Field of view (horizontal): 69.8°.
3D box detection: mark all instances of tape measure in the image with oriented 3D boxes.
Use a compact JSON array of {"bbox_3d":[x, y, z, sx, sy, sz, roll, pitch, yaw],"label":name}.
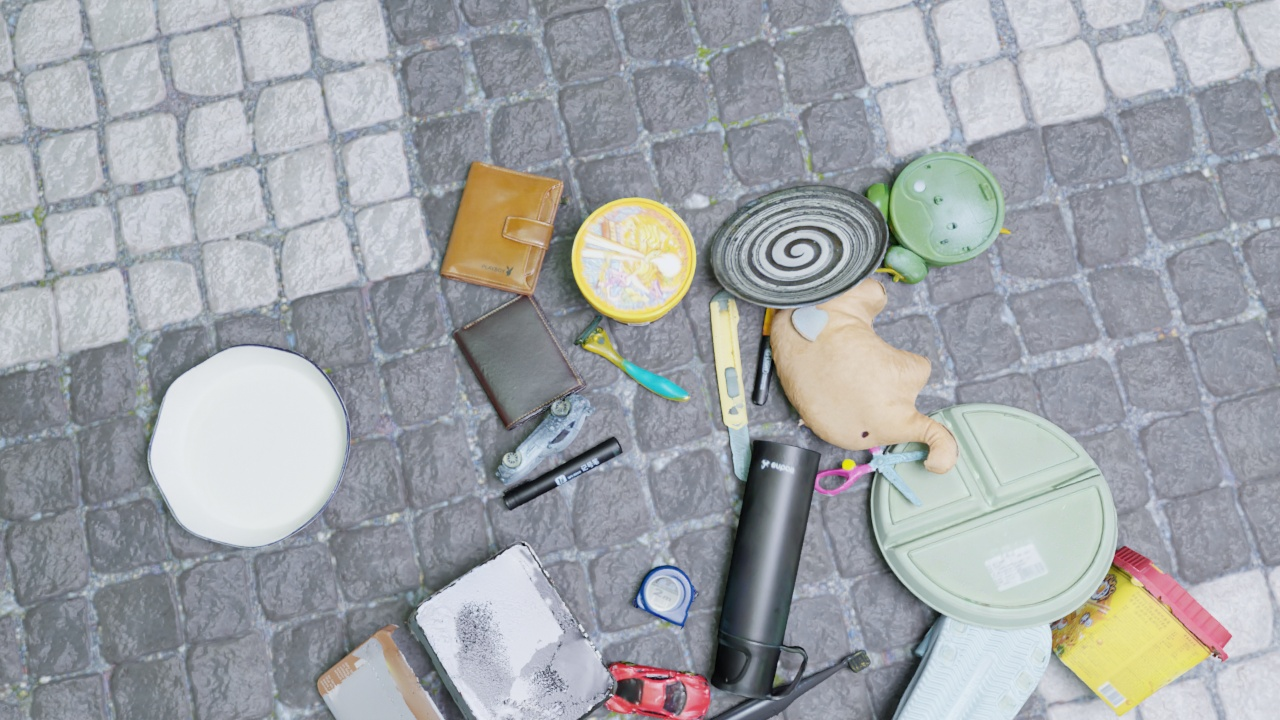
[{"bbox_3d":[0.027,0.234,0.923,0.058,0.025,0.054,24,81,1],"label":"tape measure"}]

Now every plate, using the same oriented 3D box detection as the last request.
[{"bbox_3d":[0.342,0.143,0.892,0.230,0.027,0.229,-4,64,8],"label":"plate"},{"bbox_3d":[-0.395,0.088,0.945,0.205,0.045,0.204,0,81,1],"label":"plate"},{"bbox_3d":[0.160,-0.113,0.933,0.179,0.024,0.179,-10,49,11],"label":"plate"}]

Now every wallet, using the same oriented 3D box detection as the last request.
[{"bbox_3d":[-0.140,-0.139,0.978,0.119,0.035,0.130,12,81,10],"label":"wallet"},{"bbox_3d":[-0.127,-0.001,0.964,0.096,0.020,0.122,-30,81,-8],"label":"wallet"}]

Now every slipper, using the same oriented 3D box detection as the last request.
[{"bbox_3d":[0.306,0.310,0.876,0.104,0.074,0.244,35,67,12],"label":"slipper"}]

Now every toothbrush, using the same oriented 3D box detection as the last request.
[{"bbox_3d":[0.130,0.338,0.904,0.212,0.027,0.026,-26,120,-2],"label":"toothbrush"}]

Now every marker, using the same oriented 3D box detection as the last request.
[{"bbox_3d":[0.134,-0.014,0.960,0.018,0.015,0.123,10,84,7],"label":"marker"},{"bbox_3d":[-0.080,0.116,0.946,0.132,0.020,0.022,-27,53,-1],"label":"marker"}]

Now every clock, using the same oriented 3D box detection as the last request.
[{"bbox_3d":[0.296,-0.145,0.954,0.161,0.056,0.116,-23,81,-2],"label":"clock"}]

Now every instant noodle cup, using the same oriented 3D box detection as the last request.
[{"bbox_3d":[0.462,0.259,0.871,0.116,0.116,0.124,44,97,7],"label":"instant noodle cup"},{"bbox_3d":[-0.006,-0.089,0.924,0.118,0.114,0.118,0,81,1],"label":"instant noodle cup"}]

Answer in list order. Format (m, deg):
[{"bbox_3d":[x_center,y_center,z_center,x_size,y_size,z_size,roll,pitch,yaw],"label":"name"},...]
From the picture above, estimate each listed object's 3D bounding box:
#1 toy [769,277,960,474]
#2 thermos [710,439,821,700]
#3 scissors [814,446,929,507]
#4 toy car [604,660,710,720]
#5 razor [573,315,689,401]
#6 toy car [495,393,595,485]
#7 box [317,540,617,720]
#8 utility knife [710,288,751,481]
[{"bbox_3d":[0.218,0.025,0.911,0.143,0.082,0.226,-31,75,10],"label":"toy"},{"bbox_3d":[0.133,0.205,0.903,0.090,0.068,0.242,10,83,11],"label":"thermos"},{"bbox_3d":[0.235,0.095,0.918,0.133,0.017,0.131,-14,56,21],"label":"scissors"},{"bbox_3d":[0.017,0.329,0.908,0.106,0.031,0.049,9,83,1],"label":"toy car"},{"bbox_3d":[-0.006,0.006,0.954,0.132,0.028,0.043,33,53,8],"label":"razor"},{"bbox_3d":[-0.096,0.082,0.933,0.120,0.054,0.037,-44,81,-4],"label":"toy car"},{"bbox_3d":[-0.172,0.313,0.874,0.271,0.132,0.179,-35,83,1],"label":"box"},{"bbox_3d":[0.097,0.026,0.959,0.031,0.021,0.208,-7,86,6],"label":"utility knife"}]
